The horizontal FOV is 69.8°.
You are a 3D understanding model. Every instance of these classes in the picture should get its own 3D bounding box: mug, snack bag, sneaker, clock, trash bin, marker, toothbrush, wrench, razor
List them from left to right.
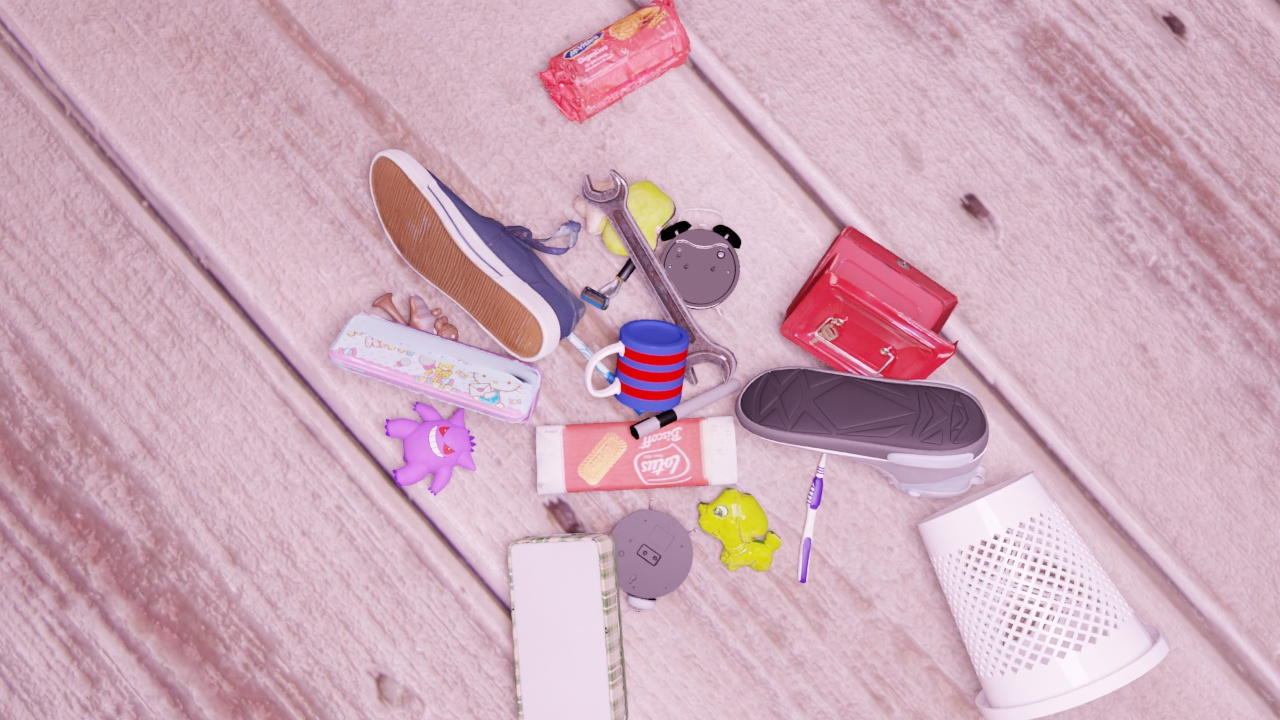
[{"bbox_3d":[-0.170,-0.134,1.014,0.294,0.121,0.127,43,43,7],"label":"sneaker"},{"bbox_3d":[-0.045,0.008,1.034,0.013,0.013,0.142,-44,88,-4],"label":"marker"},{"bbox_3d":[-0.024,-0.334,1.029,0.176,0.082,0.082,-31,87,-3],"label":"snack bag"},{"bbox_3d":[-0.007,-0.115,1.041,0.043,0.022,0.144,33,79,38],"label":"razor"},{"bbox_3d":[-0.006,0.006,0.983,0.111,0.075,0.076,-5,117,-22],"label":"mug"},{"bbox_3d":[-0.004,0.105,1.014,0.225,0.041,0.077,-3,83,0],"label":"snack bag"},{"bbox_3d":[0.003,0.220,1.007,0.094,0.035,0.122,35,86,1],"label":"clock"},{"bbox_3d":[0.019,-0.086,0.995,0.070,0.010,0.273,-23,105,32],"label":"wrench"},{"bbox_3d":[0.051,0.052,1.007,0.140,0.016,0.016,-24,86,-25],"label":"marker"},{"bbox_3d":[0.066,-0.112,1.030,0.091,0.042,0.120,5,85,-1],"label":"clock"},{"bbox_3d":[0.194,0.156,1.027,0.016,0.015,0.186,11,86,-2],"label":"toothbrush"},{"bbox_3d":[0.235,0.088,0.986,0.257,0.160,0.092,6,58,21],"label":"sneaker"},{"bbox_3d":[0.395,0.234,0.951,0.195,0.195,0.199,-25,77,-3],"label":"trash bin"}]

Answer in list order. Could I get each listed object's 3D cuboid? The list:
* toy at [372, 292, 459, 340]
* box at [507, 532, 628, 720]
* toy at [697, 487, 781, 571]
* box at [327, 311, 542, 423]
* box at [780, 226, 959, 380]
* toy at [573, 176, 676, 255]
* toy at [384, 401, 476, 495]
[{"bbox_3d":[-0.243,-0.041,1.020,0.055,0.041,0.102,-38,96,18],"label":"toy"},{"bbox_3d":[-0.076,0.289,0.975,0.118,0.050,0.205,-8,85,19],"label":"box"},{"bbox_3d":[0.109,0.188,1.013,0.094,0.036,0.093,4,93,0],"label":"toy"},{"bbox_3d":[-0.216,0.023,0.971,0.214,0.092,0.090,18,127,0],"label":"box"},{"bbox_3d":[0.255,-0.059,1.003,0.157,0.152,0.164,34,49,-1],"label":"box"},{"bbox_3d":[-0.022,-0.165,1.027,0.118,0.043,0.092,26,84,22],"label":"toy"},{"bbox_3d":[-0.225,0.095,1.002,0.088,0.056,0.106,-13,76,-6],"label":"toy"}]
